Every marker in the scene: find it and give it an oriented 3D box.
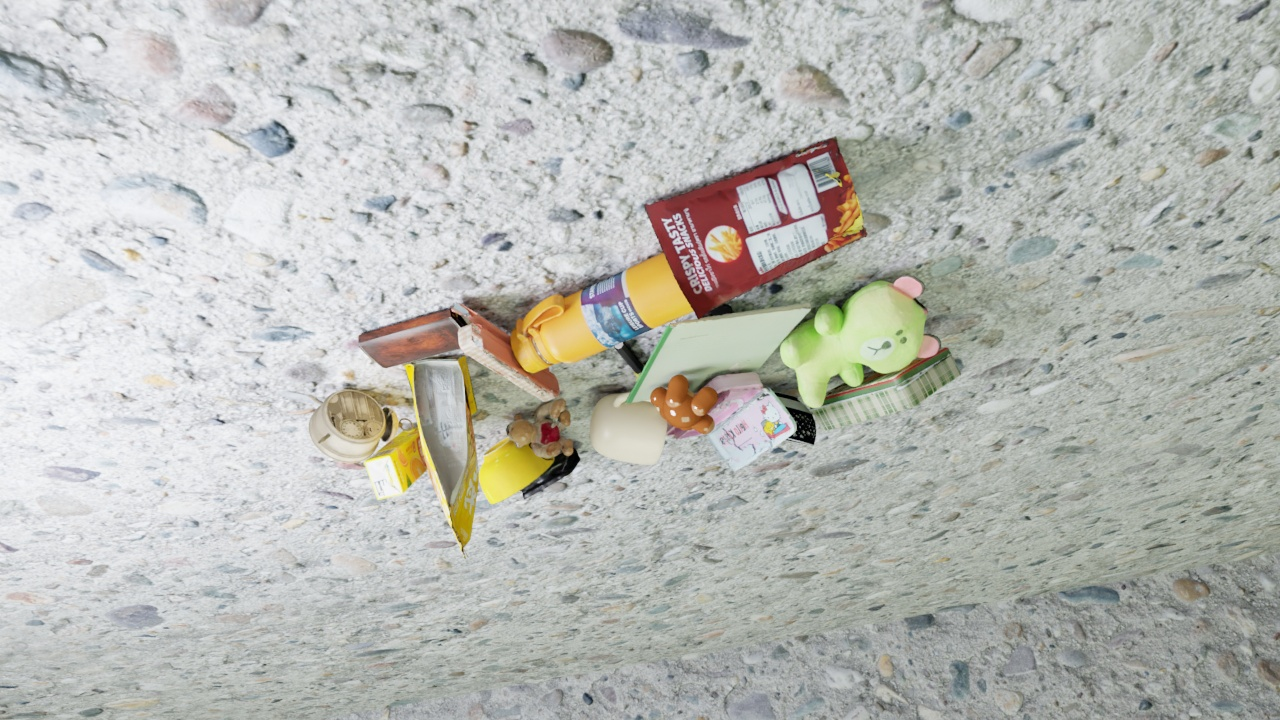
[{"bbox_3d":[-0.007,0.007,1.245,0.017,0.021,0.124,27,167,32],"label":"marker"}]

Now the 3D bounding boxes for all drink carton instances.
[{"bbox_3d":[-0.329,0.139,1.267,0.043,0.058,0.134,-14,-169,11],"label":"drink carton"}]

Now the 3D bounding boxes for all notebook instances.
[{"bbox_3d":[0.090,-0.004,1.171,0.181,0.010,0.253,-8,159,-16],"label":"notebook"}]

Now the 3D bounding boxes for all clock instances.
[{"bbox_3d":[-0.362,0.082,1.203,0.140,0.093,0.055,4,142,-39],"label":"clock"}]

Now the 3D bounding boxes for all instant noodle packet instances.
[{"bbox_3d":[-0.244,0.129,1.183,0.084,0.221,0.163,-8,152,-10],"label":"instant noodle packet"}]

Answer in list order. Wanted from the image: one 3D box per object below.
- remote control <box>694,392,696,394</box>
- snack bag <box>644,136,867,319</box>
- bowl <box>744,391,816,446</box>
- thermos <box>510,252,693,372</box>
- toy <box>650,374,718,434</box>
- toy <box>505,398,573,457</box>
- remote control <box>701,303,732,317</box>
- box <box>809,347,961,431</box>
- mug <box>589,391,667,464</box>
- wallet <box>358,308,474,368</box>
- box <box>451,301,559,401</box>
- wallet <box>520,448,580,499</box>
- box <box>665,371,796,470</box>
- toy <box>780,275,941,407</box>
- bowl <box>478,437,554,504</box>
[{"bbox_3d":[0.085,0.029,1.303,0.143,0.024,0.050,9,142,-38],"label":"remote control"},{"bbox_3d":[0.125,-0.139,0.962,0.208,0.066,0.139,-24,116,7],"label":"snack bag"},{"bbox_3d":[0.209,0.083,1.385,0.120,0.066,0.120,13,176,1],"label":"bowl"},{"bbox_3d":[-0.045,-0.060,1.069,0.233,0.076,0.091,-22,112,21],"label":"thermos"},{"bbox_3d":[0.059,0.062,1.228,0.095,0.065,0.128,31,171,4],"label":"toy"},{"bbox_3d":[-0.148,0.096,1.321,0.106,0.085,0.074,0,177,22],"label":"toy"},{"bbox_3d":[0.102,-0.029,1.216,0.041,0.020,0.152,-10,150,1],"label":"remote control"},{"bbox_3d":[0.339,0.041,1.291,0.117,0.051,0.206,-29,-179,-27],"label":"box"},{"bbox_3d":[-0.019,0.087,1.310,0.099,0.096,0.120,9,132,-12],"label":"mug"},{"bbox_3d":[-0.269,-0.025,1.107,0.123,0.019,0.072,-14,150,8],"label":"wallet"},{"bbox_3d":[-0.161,-0.011,1.113,0.042,0.082,0.187,-23,146,19],"label":"box"},{"bbox_3d":[-0.142,0.173,1.422,0.089,0.026,0.115,-31,-177,5],"label":"wallet"},{"bbox_3d":[0.127,0.080,1.313,0.146,0.077,0.202,25,150,-11],"label":"box"},{"bbox_3d":[0.281,-0.031,1.196,0.197,0.107,0.150,-27,125,11],"label":"toy"},{"bbox_3d":[-0.195,0.154,1.377,0.117,0.067,0.117,-33,-172,5],"label":"bowl"}]
